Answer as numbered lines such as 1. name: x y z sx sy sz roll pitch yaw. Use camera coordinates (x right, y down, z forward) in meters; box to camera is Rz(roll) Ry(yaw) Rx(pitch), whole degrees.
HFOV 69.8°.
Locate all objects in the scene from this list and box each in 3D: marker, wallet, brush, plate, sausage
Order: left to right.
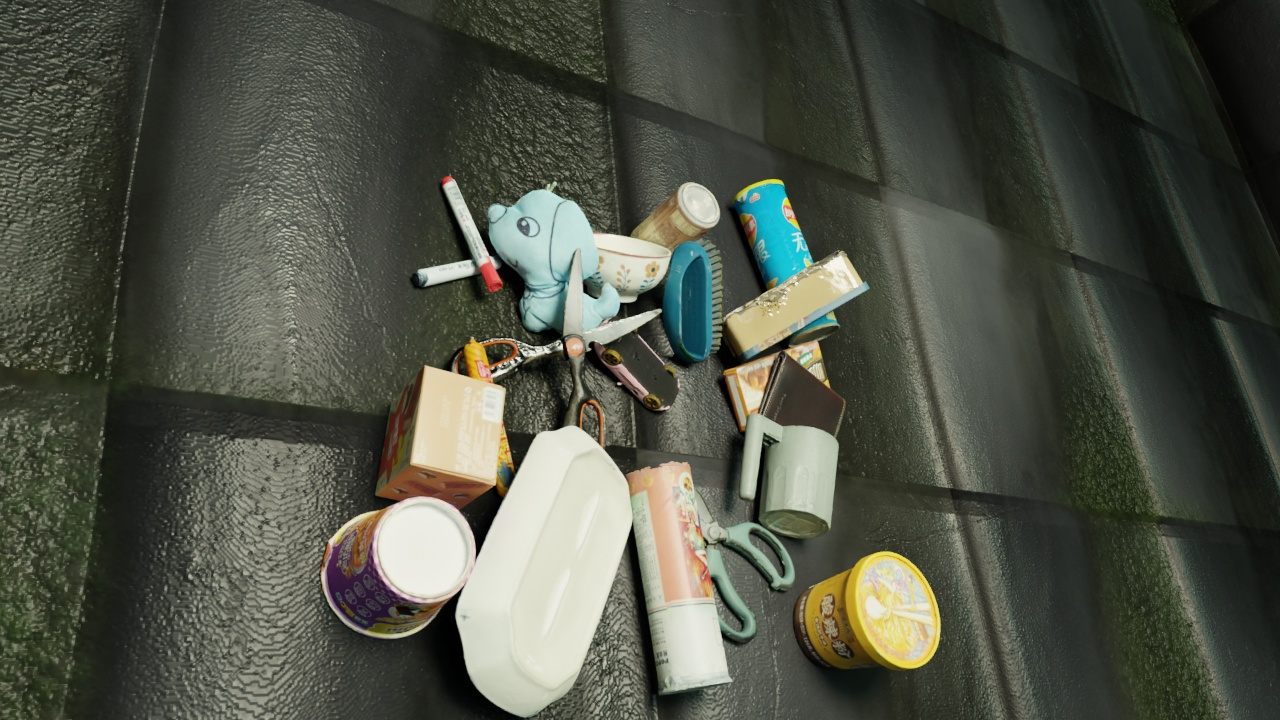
1. marker: -0.177 -0.097 0.950 0.130 0.018 0.022 -18 69 -40
2. marker: -0.177 -0.133 0.953 0.017 0.017 0.145 -8 61 -38
3. sausage: -0.142 0.057 0.870 0.021 0.022 0.165 -14 89 -39
4. plate: -0.070 0.182 0.826 0.162 0.034 0.264 53 43 -33
5. brush: 0.055 -0.062 1.033 0.073 0.055 0.144 -27 124 -45
6. wallet: 0.193 0.060 1.096 0.122 0.020 0.096 34 65 -30

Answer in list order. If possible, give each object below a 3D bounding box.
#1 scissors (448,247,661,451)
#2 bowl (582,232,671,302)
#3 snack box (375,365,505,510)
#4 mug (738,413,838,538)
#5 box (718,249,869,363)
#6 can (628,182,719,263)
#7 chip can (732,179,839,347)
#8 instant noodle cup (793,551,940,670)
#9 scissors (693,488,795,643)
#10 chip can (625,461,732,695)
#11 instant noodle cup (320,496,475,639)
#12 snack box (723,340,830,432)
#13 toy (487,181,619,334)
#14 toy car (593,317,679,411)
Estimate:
1. scissors: -0.076 0.005 0.915 0.233 0.022 0.221 -15 94 -17
2. bowl: -0.027 -0.101 1.016 0.113 0.113 0.062 -2 112 -36
3. snack box: -0.177 0.072 0.810 0.077 0.095 0.092 18 58 -27
4. mug: 0.162 0.129 1.027 0.124 0.084 0.103 27 56 -24
5. box: 0.183 -0.066 1.087 0.184 0.090 0.062 -28 87 1
6. can: 0.037 -0.153 1.063 0.058 0.117 0.058 17 58 -29
7. chip can: 0.187 -0.126 1.185 0.071 0.071 0.210 -7 71 -37
8. instant noodle cup: 0.236 0.275 0.982 0.118 0.115 0.118 16 59 -28
9. scissors: 0.089 0.220 0.972 0.176 0.019 0.171 37 51 -16
10. chip can: 0.034 0.212 0.903 0.071 0.071 0.214 5 64 -33
11. instant noodle cup: -0.191 0.165 0.750 0.111 0.099 0.111 15 61 -29
12. snack box: 0.168 0.030 1.110 0.153 0.026 0.075 -18 93 -40
13. toy: -0.091 -0.103 0.952 0.161 0.156 0.049 19 11 3
14. toy car: -0.006 0.006 1.006 0.122 0.037 0.056 47 51 -22
